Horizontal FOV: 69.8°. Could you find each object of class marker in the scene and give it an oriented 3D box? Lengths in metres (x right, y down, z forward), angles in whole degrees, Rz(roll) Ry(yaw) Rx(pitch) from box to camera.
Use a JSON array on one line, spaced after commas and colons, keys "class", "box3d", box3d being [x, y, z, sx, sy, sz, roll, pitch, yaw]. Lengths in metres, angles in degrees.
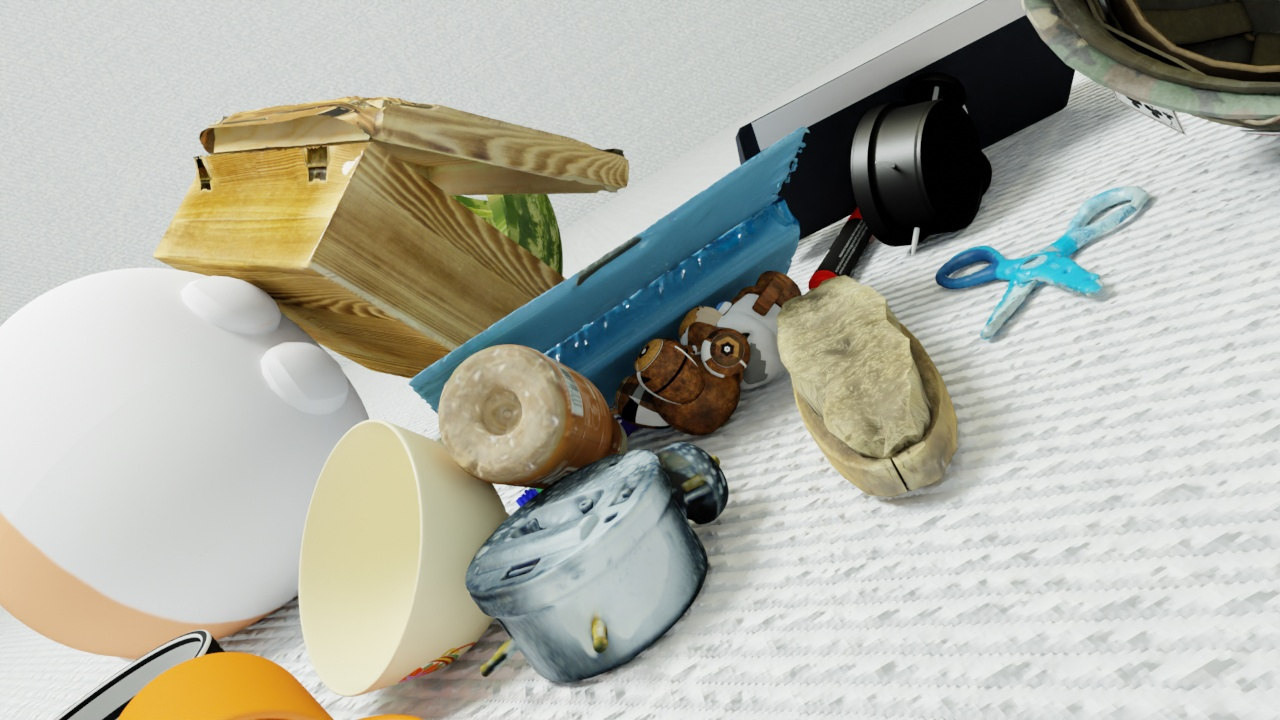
[{"class": "marker", "box3d": [0.141, -0.077, 0.629, 0.024, 0.021, 0.144, -32, 11, 36]}]

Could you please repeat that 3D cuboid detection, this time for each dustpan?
[{"class": "dustpan", "box3d": [0.188, -0.180, 0.681, 0.236, 0.080, 0.273, -26, -25, 8]}]

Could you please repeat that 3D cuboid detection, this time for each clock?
[{"class": "clock", "box3d": [-0.014, 0.072, 0.370, 0.090, 0.052, 0.129, -23, 16, 34]}, {"class": "clock", "box3d": [0.179, -0.125, 0.568, 0.043, 0.091, 0.120, -1, 36, 47]}]

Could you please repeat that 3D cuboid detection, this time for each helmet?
[{"class": "helmet", "box3d": [0.255, -0.175, 0.327, 0.224, 0.192, 0.236, -16, -11, 9]}, {"class": "helmet", "box3d": [-0.197, -0.107, 1.041, 0.213, 0.246, 0.243, -5, -21, 15]}]

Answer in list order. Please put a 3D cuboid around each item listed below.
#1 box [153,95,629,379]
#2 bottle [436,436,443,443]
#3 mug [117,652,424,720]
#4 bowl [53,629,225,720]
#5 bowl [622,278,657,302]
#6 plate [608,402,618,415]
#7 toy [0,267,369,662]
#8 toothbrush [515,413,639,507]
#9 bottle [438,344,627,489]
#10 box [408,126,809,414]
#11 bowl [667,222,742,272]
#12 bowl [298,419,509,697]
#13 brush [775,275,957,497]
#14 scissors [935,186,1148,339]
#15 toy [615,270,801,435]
[{"class": "box", "box3d": [-0.200, -0.121, 0.725, 0.280, 0.258, 0.220, 10, 74, 44]}, {"class": "bottle", "box3d": [-0.148, 0.048, 0.779, 0.045, 0.045, 0.184, -30, 13, 10]}, {"class": "mug", "box3d": [-0.128, 0.148, 0.329, 0.112, 0.077, 0.096, -7, -1, -31]}, {"class": "bowl", "box3d": [-0.222, 0.184, 0.400, 0.120, 0.066, 0.120, -30, 13, 8]}, {"class": "bowl", "box3d": [-0.020, -0.023, 0.772, 0.122, 0.035, 0.122, -30, 13, 8]}, {"class": "plate", "box3d": [-0.003, 0.004, 0.654, 0.131, 0.025, 0.131, -30, 13, 8]}, {"class": "toy", "box3d": [-0.335, 0.077, 0.652, 0.281, 0.263, 0.265, -47, -4, 15]}, {"class": "toothbrush", "box3d": [-0.006, 0.035, 0.566, 0.186, 0.016, 0.015, -40, 13, -30]}, {"class": "bottle", "box3d": [-0.040, 0.034, 0.453, 0.059, 0.059, 0.167, -30, -15, 7]}, {"class": "box", "box3d": [-0.008, -0.023, 0.504, 0.231, 0.033, 0.175, -34, -16, -8]}, {"class": "bowl", "box3d": [0.070, -0.101, 0.790, 0.117, 0.061, 0.117, -30, 14, 8]}, {"class": "bowl", "box3d": [-0.097, 0.090, 0.423, 0.074, 0.118, 0.118, 13, -22, -40]}, {"class": "brush", "box3d": [0.092, 0.003, 0.396, 0.059, 0.043, 0.195, -30, 14, 12]}, {"class": "scissors", "box3d": [0.181, -0.044, 0.442, 0.137, 0.012, 0.128, -43, 17, -34]}, {"class": "toy", "box3d": [0.044, -0.006, 0.500, 0.112, 0.067, 0.087, -53, -3, -27]}]
